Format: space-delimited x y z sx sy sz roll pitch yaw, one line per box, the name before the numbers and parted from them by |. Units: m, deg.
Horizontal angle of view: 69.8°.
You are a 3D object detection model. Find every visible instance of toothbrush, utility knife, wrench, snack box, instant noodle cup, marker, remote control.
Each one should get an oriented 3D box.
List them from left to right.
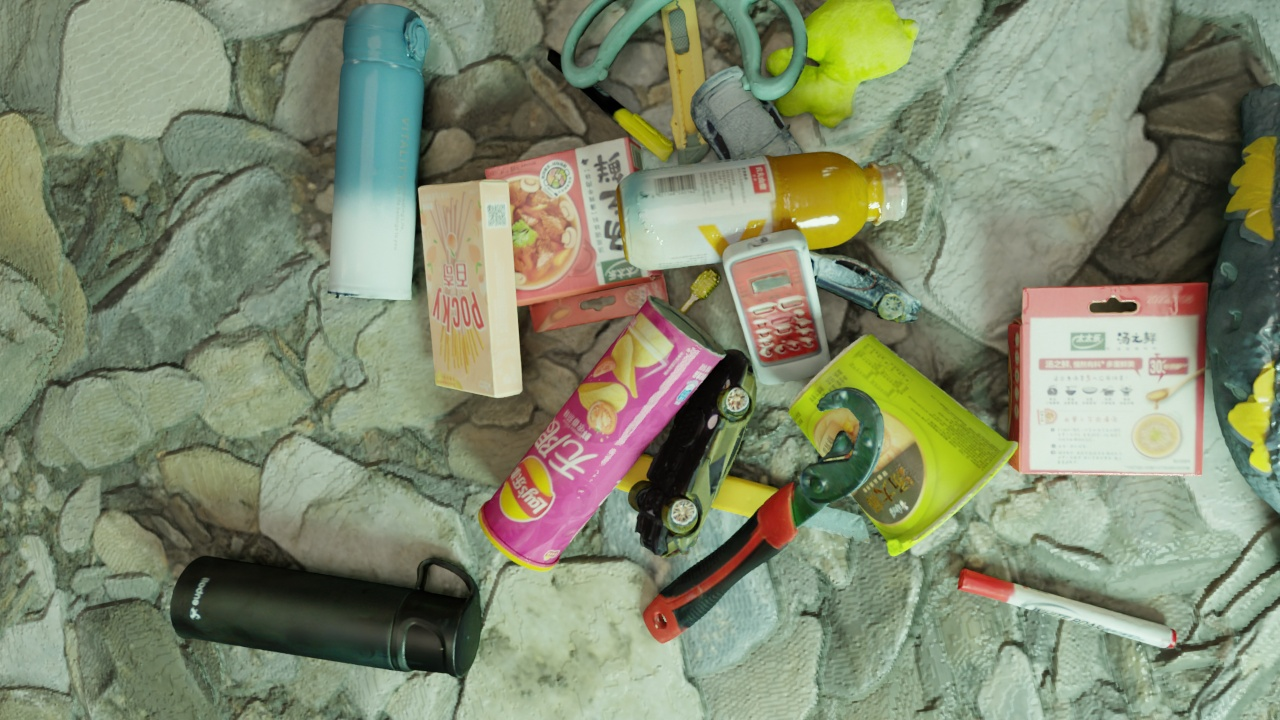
snack box | -0.128 -0.054 0.689 0.085 0.026 0.157 7 103 46
snack box | -0.047 -0.091 0.687 0.113 0.044 0.127 -10 92 13
marker | -0.023 -0.193 0.687 0.124 0.018 0.015 42 121 8
toothbrush | -0.004 0.004 0.699 0.015 0.016 0.190 42 101 6
utility knife | 0.028 -0.245 0.677 0.031 0.021 0.204 -8 88 7
utility knife | 0.066 0.103 0.692 0.216 0.015 0.033 13 96 13
wrench | 0.079 0.122 0.642 0.056 0.016 0.274 50 125 21
remote control | 0.096 -0.032 0.629 0.056 0.136 0.020 -13 47 9
instant noodle cup | 0.169 0.051 0.627 0.112 0.111 0.123 -46 76 11
marker | 0.300 0.175 0.648 0.145 0.017 0.017 15 97 11
snack box | 0.311 0.012 0.619 0.113 0.044 0.127 0 95 13

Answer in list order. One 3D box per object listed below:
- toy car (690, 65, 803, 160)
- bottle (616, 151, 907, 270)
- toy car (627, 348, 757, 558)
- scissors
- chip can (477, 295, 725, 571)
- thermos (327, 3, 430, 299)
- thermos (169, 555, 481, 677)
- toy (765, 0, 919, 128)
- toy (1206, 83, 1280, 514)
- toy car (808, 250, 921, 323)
toy car | 0.083 -0.151 0.655 0.054 0.036 0.120 -33 95 6
bottle | 0.080 -0.103 0.616 0.189 0.068 0.068 -6 93 3
toy car | 0.041 0.066 0.659 0.042 0.070 0.158 27 85 -24
scissors | 0.033 -0.227 0.641 0.171 0.019 0.170 -39 67 7
chip can | -0.030 0.054 0.668 0.071 0.071 0.211 40 103 6
thermos | -0.201 -0.156 0.704 0.070 0.070 0.220 7 96 11
thermos | -0.251 0.199 0.750 0.243 0.068 0.089 5 63 10
toy | 0.139 -0.215 0.644 0.097 0.031 0.100 18 98 12
toy | 0.404 0.005 0.561 0.092 0.137 0.356 -7 94 37
toy car | 0.147 -0.056 0.646 0.105 0.049 0.031 24 96 9
